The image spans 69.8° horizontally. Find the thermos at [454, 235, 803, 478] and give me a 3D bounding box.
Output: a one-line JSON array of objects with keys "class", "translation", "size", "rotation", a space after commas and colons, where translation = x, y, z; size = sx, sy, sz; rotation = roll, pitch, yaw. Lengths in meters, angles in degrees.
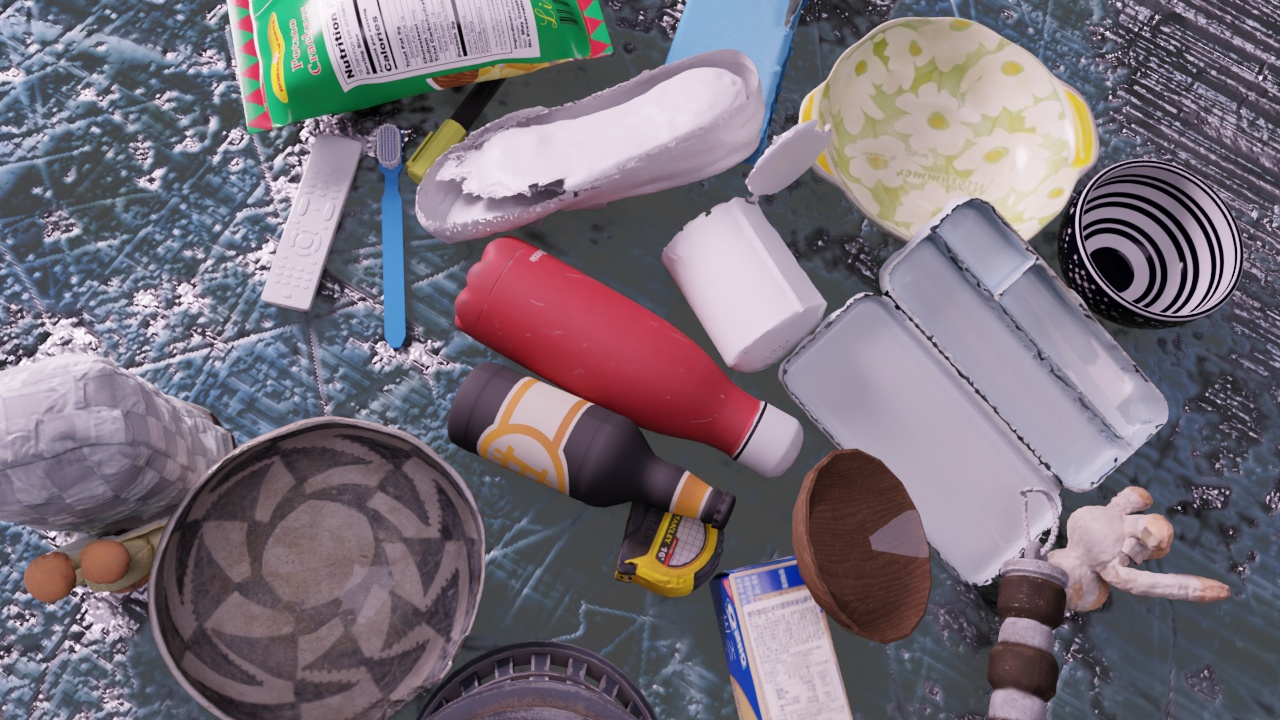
[{"class": "thermos", "translation": [-0.004, 0.003, 0.599], "size": [0.240, 0.073, 0.073], "rotation": [29, 73, 3]}]

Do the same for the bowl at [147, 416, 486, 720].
[{"class": "bowl", "translation": [-0.186, 0.120, 0.536], "size": [0.178, 0.081, 0.178], "rotation": [0, 91, -28]}]

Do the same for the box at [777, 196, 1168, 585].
[{"class": "box", "translation": [0.221, 0.021, 0.609], "size": [0.189, 0.037, 0.209], "rotation": [-45, 92, 4]}]

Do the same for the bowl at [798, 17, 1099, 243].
[{"class": "bowl", "translation": [0.217, -0.155, 0.673], "size": [0.219, 0.060, 0.188], "rotation": [-3, 75, -5]}]

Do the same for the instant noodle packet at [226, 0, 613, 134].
[{"class": "instant noodle packet", "translation": [-0.166, -0.272, 0.653], "size": [0.252, 0.090, 0.195], "rotation": [-14, 73, -5]}]

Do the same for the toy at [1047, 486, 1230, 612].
[{"class": "toy", "translation": [0.302, 0.135, 0.592], "size": [0.106, 0.085, 0.074], "rotation": [-26, 111, 7]}]

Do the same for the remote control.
[{"class": "remote control", "translation": [-0.227, -0.096, 0.639], "size": [0.033, 0.012, 0.130], "rotation": [12, 73, 0]}]

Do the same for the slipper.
[{"class": "slipper", "translation": [-0.036, -0.137, 0.625], "size": [0.247, 0.075, 0.112], "rotation": [-18, 42, 5]}]

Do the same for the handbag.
[{"class": "handbag", "translation": [-0.301, 0.069, 0.501], "size": [0.112, 0.172, 0.123], "rotation": [-13, 75, -9]}]

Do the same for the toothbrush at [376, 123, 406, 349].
[{"class": "toothbrush", "translation": [-0.174, -0.089, 0.641], "size": [0.016, 0.014, 0.166], "rotation": [-4, 75, -7]}]

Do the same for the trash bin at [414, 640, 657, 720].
[{"class": "trash bin", "translation": [-0.053, 0.225, 0.450], "size": [0.164, 0.228, 0.164], "rotation": [1, 74, -5]}]

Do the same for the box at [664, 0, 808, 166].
[{"class": "box", "translation": [0.080, -0.261, 0.706], "size": [0.093, 0.052, 0.231], "rotation": [12, 72, 15]}]

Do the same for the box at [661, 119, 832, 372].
[{"class": "box", "translation": [0.092, -0.070, 0.600], "size": [0.080, 0.151, 0.106], "rotation": [-18, 70, -51]}]

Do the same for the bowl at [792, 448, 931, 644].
[{"class": "bowl", "translation": [0.130, 0.114, 0.560], "size": [0.117, 0.030, 0.117], "rotation": [18, 60, -34]}]

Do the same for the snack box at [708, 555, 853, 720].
[{"class": "snack box", "translation": [0.095, 0.226, 0.554], "size": [0.056, 0.057, 0.206], "rotation": [-9, 75, -12]}]

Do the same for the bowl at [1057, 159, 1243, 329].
[{"class": "bowl", "translation": [0.353, -0.075, 0.658], "size": [0.120, 0.066, 0.120], "rotation": [1, 74, -5]}]

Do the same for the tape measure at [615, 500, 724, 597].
[{"class": "tape measure", "translation": [0.020, 0.118, 0.586], "size": [0.064, 0.037, 0.065], "rotation": [13, 59, 4]}]

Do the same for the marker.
[{"class": "marker", "translation": [-0.129, -0.180, 0.669], "size": [0.021, 0.017, 0.123], "rotation": [30, 72, 3]}]

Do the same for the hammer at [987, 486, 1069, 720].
[{"class": "hammer", "translation": [0.213, 0.233, 0.525], "size": [0.177, 0.080, 0.325], "rotation": [35, 60, -30]}]

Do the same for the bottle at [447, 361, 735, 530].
[{"class": "bottle", "translation": [-0.028, 0.059, 0.572], "size": [0.182, 0.059, 0.059], "rotation": [22, 73, 13]}]
